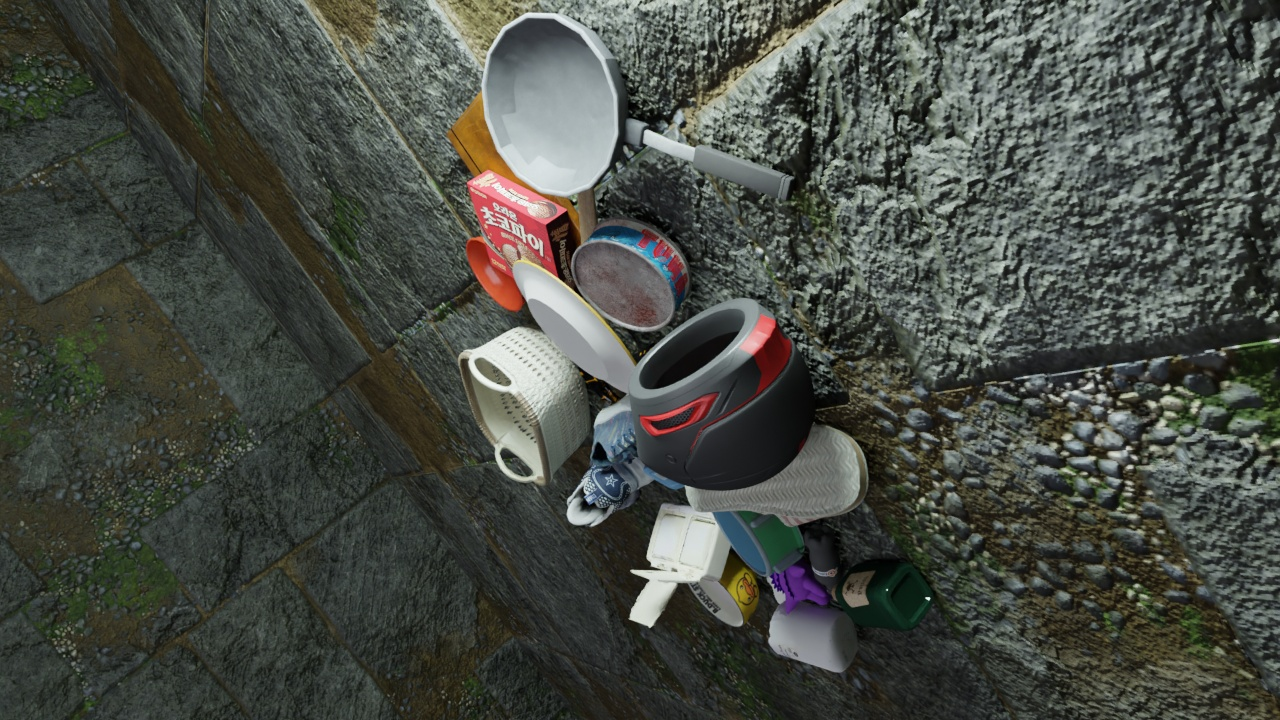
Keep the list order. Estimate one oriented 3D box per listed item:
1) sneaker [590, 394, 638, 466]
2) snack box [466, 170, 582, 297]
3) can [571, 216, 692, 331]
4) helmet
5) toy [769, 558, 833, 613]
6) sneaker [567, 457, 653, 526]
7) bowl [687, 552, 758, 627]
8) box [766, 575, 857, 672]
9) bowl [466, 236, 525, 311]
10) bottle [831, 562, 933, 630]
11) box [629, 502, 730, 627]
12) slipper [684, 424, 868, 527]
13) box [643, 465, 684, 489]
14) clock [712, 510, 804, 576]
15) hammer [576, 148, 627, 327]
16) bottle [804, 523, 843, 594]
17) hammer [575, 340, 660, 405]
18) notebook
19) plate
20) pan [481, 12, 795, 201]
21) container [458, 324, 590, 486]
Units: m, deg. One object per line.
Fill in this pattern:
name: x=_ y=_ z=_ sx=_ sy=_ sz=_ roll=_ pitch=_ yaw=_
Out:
sneaker: x=-0.013 y=0.102 z=1.251 sx=0.087 sy=0.079 sz=0.236 roll=34 pitch=158 yaw=-17
snack box: x=-0.145 y=-0.154 z=1.168 sx=0.152 sy=0.035 sz=0.133 roll=31 pitch=147 yaw=34
can: x=-0.010 y=-0.094 z=1.020 sx=0.130 sy=0.044 sz=0.130 roll=22 pitch=144 yaw=17
helmet: x=0.086 y=0.051 z=0.958 sx=0.170 sy=0.163 sz=0.265 roll=47 pitch=147 yaw=-18
toy: x=0.199 y=0.286 z=1.200 sx=0.106 sy=0.055 sz=0.088 roll=17 pitch=139 yaw=49
sneaker: x=-0.070 y=0.213 z=1.448 sx=0.103 sy=0.132 sz=0.270 roll=47 pitch=155 yaw=5
bowl: x=0.128 y=0.325 z=1.350 sx=0.117 sy=0.067 sz=0.117 roll=37 pitch=151 yaw=25
box: x=0.219 y=0.355 z=1.246 sx=0.163 sy=0.111 sz=0.084 roll=2 pitch=132 yaw=40
bowl: x=-0.199 y=-0.131 z=1.321 sx=0.122 sy=0.035 sz=0.122 roll=38 pitch=151 yaw=25
bottle: x=0.269 y=0.272 z=1.064 sx=0.061 sy=0.061 sz=0.131 roll=52 pitch=154 yaw=-7
box: x=0.042 y=0.279 z=1.301 sx=0.095 sy=0.185 sz=0.146 roll=46 pitch=153 yaw=-25
slipper: x=0.153 y=0.134 z=1.046 sx=0.264 sy=0.052 sz=0.115 roll=-12 pitch=80 yaw=49
box: x=0.069 y=0.134 z=1.259 sx=0.066 sy=0.049 sz=0.210 roll=34 pitch=157 yaw=-8
clock: x=0.141 y=0.201 z=1.173 sx=0.122 sy=0.075 sz=0.162 roll=62 pitch=165 yaw=-18
hammer: x=-0.061 y=-0.147 z=1.065 sx=0.119 sy=0.030 sz=0.332 roll=30 pitch=143 yaw=29
bottle: x=0.228 y=0.247 z=1.127 sx=0.036 sy=0.036 sz=0.110 roll=22 pitch=142 yaw=45
hammer: x=-0.007 y=0.007 z=1.200 sx=0.123 sy=0.036 sz=0.321 roll=51 pitch=156 yaw=-10
notebook: x=-0.150 y=-0.208 z=1.168 sx=0.249 sy=0.014 sz=0.179 roll=56 pitch=153 yaw=-10
plate: x=-0.085 y=-0.033 z=1.160 sx=0.230 sy=0.021 sz=0.230 roll=41 pitch=164 yaw=14
pan: x=-0.009 y=-0.221 z=0.880 sx=0.357 sy=0.041 sz=0.179 roll=26 pitch=126 yaw=27
container: x=-0.173 y=0.065 z=1.412 sx=0.184 sy=0.142 sz=0.247 roll=36 pitch=151 yaw=27
